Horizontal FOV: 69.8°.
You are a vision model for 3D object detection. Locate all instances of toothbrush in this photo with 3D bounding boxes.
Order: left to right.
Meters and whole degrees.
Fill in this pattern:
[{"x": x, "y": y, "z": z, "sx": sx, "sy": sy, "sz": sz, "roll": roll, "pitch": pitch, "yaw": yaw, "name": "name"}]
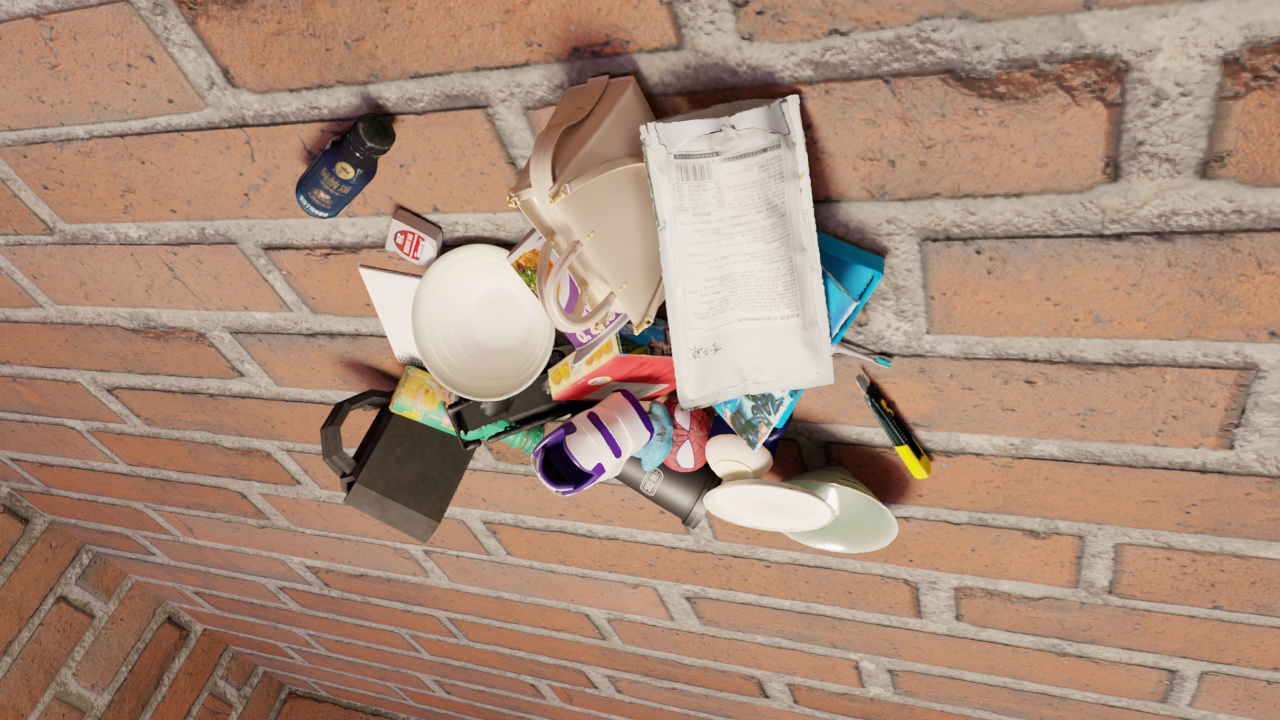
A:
[{"x": 0.174, "y": -0.027, "z": 0.963, "sx": 0.188, "sy": 0.018, "sz": 0.019, "roll": 21, "pitch": 139, "yaw": 1, "name": "toothbrush"}]

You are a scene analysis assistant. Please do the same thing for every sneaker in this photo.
[{"x": -0.079, "y": 0.115, "z": 1.055, "sx": 0.092, "sy": 0.110, "sz": 0.245, "roll": 54, "pitch": 149, "yaw": 3, "name": "sneaker"}]

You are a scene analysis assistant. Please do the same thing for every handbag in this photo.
[{"x": -0.347, "y": 0.127, "z": 1.281, "sx": 0.199, "sy": 0.196, "sz": 0.103, "roll": 31, "pitch": 144, "yaw": -13, "name": "handbag"}, {"x": -0.036, "y": -0.112, "z": 0.797, "sx": 0.101, "sy": 0.197, "sz": 0.195, "roll": 3, "pitch": 142, "yaw": 35, "name": "handbag"}]

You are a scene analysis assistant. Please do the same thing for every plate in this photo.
[{"x": 0.155, "y": 0.174, "z": 1.103, "sx": 0.157, "sy": 0.014, "sz": 0.157, "roll": 8, "pitch": 153, "yaw": 4, "name": "plate"}]

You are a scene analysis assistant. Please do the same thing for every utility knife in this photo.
[{"x": 0.283, "y": 0.073, "z": 1.031, "sx": 0.020, "sy": 0.028, "sz": 0.188, "roll": -16, "pitch": 131, "yaw": 35, "name": "utility knife"}]

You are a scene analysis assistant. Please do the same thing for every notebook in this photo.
[{"x": -0.222, "y": -0.035, "z": 1.161, "sx": 0.246, "sy": 0.013, "sz": 0.178, "roll": 11, "pitch": 142, "yaw": 14, "name": "notebook"}]

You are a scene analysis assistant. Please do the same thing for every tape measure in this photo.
[{"x": -0.254, "y": -0.137, "z": 1.035, "sx": 0.062, "sy": 0.020, "sz": 0.060, "roll": 26, "pitch": 145, "yaw": -8, "name": "tape measure"}]

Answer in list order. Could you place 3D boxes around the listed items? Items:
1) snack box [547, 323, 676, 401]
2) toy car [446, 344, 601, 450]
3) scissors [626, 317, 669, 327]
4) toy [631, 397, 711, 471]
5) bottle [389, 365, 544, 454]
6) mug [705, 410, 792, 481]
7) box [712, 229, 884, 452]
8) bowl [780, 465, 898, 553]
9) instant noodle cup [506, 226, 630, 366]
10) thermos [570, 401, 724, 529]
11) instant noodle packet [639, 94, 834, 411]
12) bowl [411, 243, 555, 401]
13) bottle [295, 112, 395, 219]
[{"x": -0.006, "y": 0.006, "z": 1.021, "sx": 0.144, "sy": 0.040, "sz": 0.143, "roll": 3, "pitch": 159, "yaw": -37, "name": "snack box"}, {"x": -0.140, "y": 0.031, "z": 1.104, "sx": 0.191, "sy": 0.071, "sz": 0.094, "roll": -21, "pitch": 142, "yaw": -10, "name": "toy car"}, {"x": -0.013, "y": -0.053, "z": 1.030, "sx": 0.071, "sy": 0.022, "sz": 0.130, "roll": -12, "pitch": 138, "yaw": 38, "name": "scissors"}, {"x": 0.038, "y": 0.090, "z": 1.108, "sx": 0.062, "sy": 0.092, "sz": 0.132, "roll": -10, "pitch": 172, "yaw": 43, "name": "toy"}, {"x": -0.234, "y": 0.074, "z": 1.262, "sx": 0.209, "sy": 0.068, "sz": 0.068, "roll": 23, "pitch": 146, "yaw": -16, "name": "bottle"}, {"x": 0.130, "y": 0.093, "z": 1.082, "sx": 0.085, "sy": 0.089, "sz": 0.112, "roll": 41, "pitch": 140, "yaw": -25, "name": "mug"}, {"x": 0.144, "y": -0.010, "z": 0.914, "sx": 0.092, "sy": 0.085, "sz": 0.244, "roll": 22, "pitch": 136, "yaw": -2, "name": "box"}, {"x": 0.238, "y": 0.170, "z": 1.149, "sx": 0.174, "sy": 0.067, "sz": 0.174, "roll": 16, "pitch": 146, "yaw": 11, "name": "bowl"}, {"x": -0.068, "y": -0.084, "z": 0.926, "sx": 0.122, "sy": 0.136, "sz": 0.122, "roll": 44, "pitch": 152, "yaw": -13, "name": "instant noodle cup"}, {"x": 0.005, "y": 0.128, "z": 1.193, "sx": 0.218, "sy": 0.105, "sz": 0.106, "roll": 26, "pitch": 145, "yaw": 1, "name": "thermos"}, {"x": 0.087, "y": -0.087, "z": 0.806, "sx": 0.147, "sy": 0.057, "sz": 0.269, "roll": -9, "pitch": 116, "yaw": 4, "name": "instant noodle packet"}, {"x": -0.169, "y": -0.045, "z": 1.045, "sx": 0.177, "sy": 0.057, "sz": 0.177, "roll": 2, "pitch": 98, "yaw": 17, "name": "bowl"}, {"x": -0.304, "y": -0.200, "z": 0.947, "sx": 0.056, "sy": 0.056, "sz": 0.161, "roll": 38, "pitch": 141, "yaw": -23, "name": "bottle"}]
